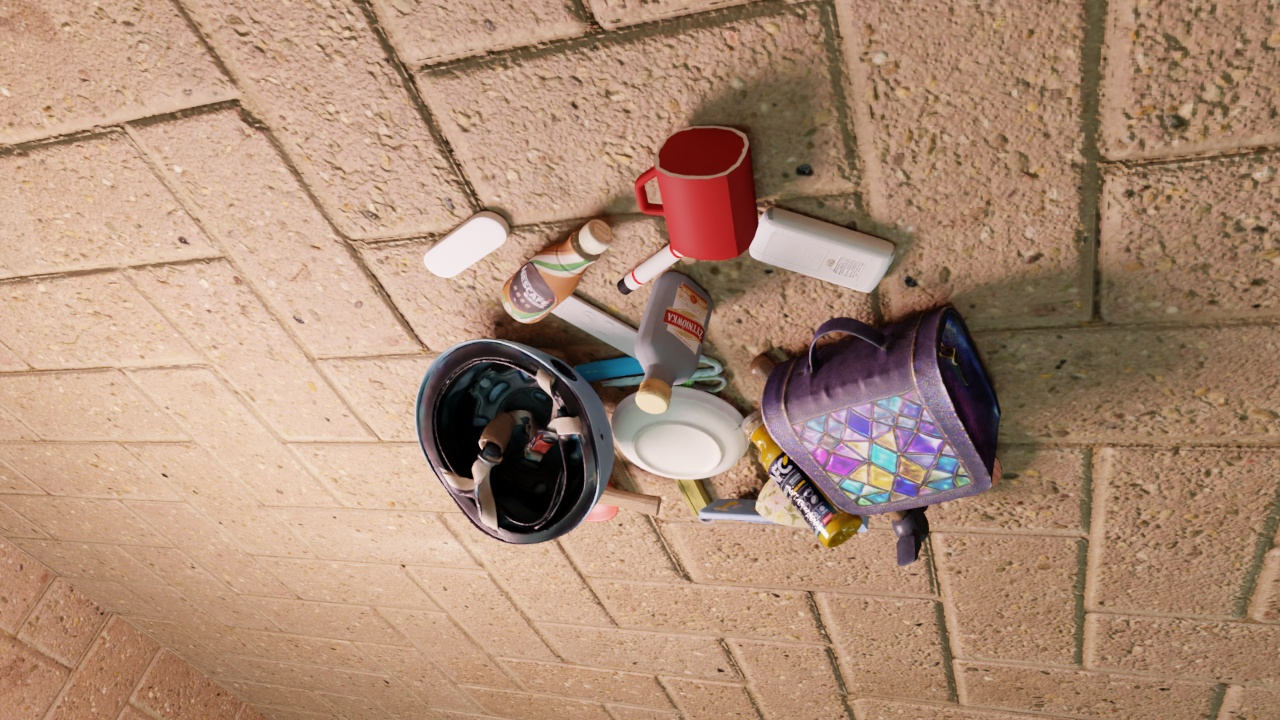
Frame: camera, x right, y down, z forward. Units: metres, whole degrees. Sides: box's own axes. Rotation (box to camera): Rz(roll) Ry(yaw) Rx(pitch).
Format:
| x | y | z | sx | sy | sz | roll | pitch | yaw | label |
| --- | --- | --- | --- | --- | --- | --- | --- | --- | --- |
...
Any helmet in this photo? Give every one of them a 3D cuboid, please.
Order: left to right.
| x | y | z | sx | sy | sz | roll | pitch | yaw | label |
| --- | --- | --- | --- | --- | --- | --- | --- | --- | --- |
| -0.151 | 0.091 | 1.147 | 0.226 | 0.166 | 0.265 | -42 | 87 | 15 | helmet |

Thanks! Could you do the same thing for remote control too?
| x | y | z | sx | sy | sz | roll | pitch | yaw | label |
| --- | --- | --- | --- | --- | --- | --- | --- | --- | --- |
| -0.198 | -0.130 | 1.040 | 0.137 | 0.013 | 0.043 | -24 | 126 | 40 | remote control |
| -0.048 | -0.044 | 1.084 | 0.131 | 0.012 | 0.033 | 29 | 126 | -14 | remote control |
| 0.179 | -0.109 | 0.910 | 0.138 | 0.025 | 0.060 | 16 | 142 | -2 | remote control |

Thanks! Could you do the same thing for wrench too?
| x | y | z | sx | sy | sz | roll | pitch | yaw | label |
| --- | --- | --- | --- | --- | --- | --- | --- | --- | --- |
| 0.061 | 0.149 | 1.274 | 0.084 | 0.018 | 0.273 | -5 | 137 | 24 | wrench |

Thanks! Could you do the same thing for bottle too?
| x | y | z | sx | sy | sz | roll | pitch | yaw | label |
| --- | --- | --- | --- | --- | --- | --- | --- | --- | --- |
| -0.089 | -0.099 | 0.998 | 0.059 | 0.059 | 0.168 | 35 | 138 | -21 | bottle |
| 0.030 | -0.016 | 0.970 | 0.072 | 0.160 | 0.046 | 38 | 137 | -25 | bottle |
| 0.187 | 0.136 | 1.095 | 0.053 | 0.186 | 0.053 | -24 | 145 | -18 | bottle |

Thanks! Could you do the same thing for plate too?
| x | y | z | sx | sy | sz | roll | pitch | yaw | label |
| --- | --- | --- | --- | --- | --- | --- | --- | --- | --- |
| 0.049 | 0.104 | 1.184 | 0.182 | 0.034 | 0.183 | 7 | 139 | 6 | plate |

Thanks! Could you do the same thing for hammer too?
| x | y | z | sx | sy | sz | roll | pitch | yaw | label |
| --- | --- | --- | --- | --- | --- | --- | --- | --- | --- |
| -0.122 | 0.173 | 1.298 | 0.305 | 0.040 | 0.132 | 11 | 151 | 5 | hammer |
| 0.241 | 0.110 | 1.103 | 0.322 | 0.129 | 0.040 | 45 | 129 | -16 | hammer |

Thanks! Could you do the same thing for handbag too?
| x | y | z | sx | sy | sz | roll | pitch | yaw | label |
| --- | --- | --- | --- | --- | --- | --- | --- | --- | --- |
| 0.257 | 0.045 | 0.983 | 0.205 | 0.125 | 0.222 | -21 | 118 | 39 | handbag |

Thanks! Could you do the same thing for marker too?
| x | y | z | sx | sy | sz | roll | pitch | yaw | label |
| --- | --- | --- | --- | --- | --- | --- | --- | --- | --- |
| 0.026 | -0.109 | 0.974 | 0.019 | 0.019 | 0.146 | 36 | 138 | -22 | marker |

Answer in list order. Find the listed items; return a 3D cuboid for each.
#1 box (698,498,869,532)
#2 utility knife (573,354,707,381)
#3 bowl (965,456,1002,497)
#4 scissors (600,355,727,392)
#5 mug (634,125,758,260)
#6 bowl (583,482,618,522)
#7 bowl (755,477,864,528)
| x | y | z | sx | sy | sz | roll | pitch | yaw | label |
| --- | --- | --- | --- | --- | --- | --- | --- | --- | --- |
| 0.192 | 0.204 | 1.235 | 0.210 | 0.039 | 0.126 | -4 | 166 | 39 | box |
| -0.007 | 0.007 | 1.129 | 0.198 | 0.015 | 0.031 | -6 | 130 | 33 | utility knife |
| 0.372 | 0.119 | 1.107 | 0.119 | 0.032 | 0.119 | 11 | 141 | 9 | bowl |
| 0.024 | 0.023 | 1.140 | 0.174 | 0.033 | 0.065 | -2 | 141 | 29 | scissors |
| 0.048 | -0.158 | 0.860 | 0.116 | 0.080 | 0.097 | 9 | 142 | 22 | mug |
| -0.088 | 0.195 | 1.374 | 0.122 | 0.035 | 0.122 | 11 | 141 | 9 | bowl |
| 0.218 | 0.156 | 1.162 | 0.145 | 0.145 | 0.063 | 0 | 102 | 21 | bowl |
